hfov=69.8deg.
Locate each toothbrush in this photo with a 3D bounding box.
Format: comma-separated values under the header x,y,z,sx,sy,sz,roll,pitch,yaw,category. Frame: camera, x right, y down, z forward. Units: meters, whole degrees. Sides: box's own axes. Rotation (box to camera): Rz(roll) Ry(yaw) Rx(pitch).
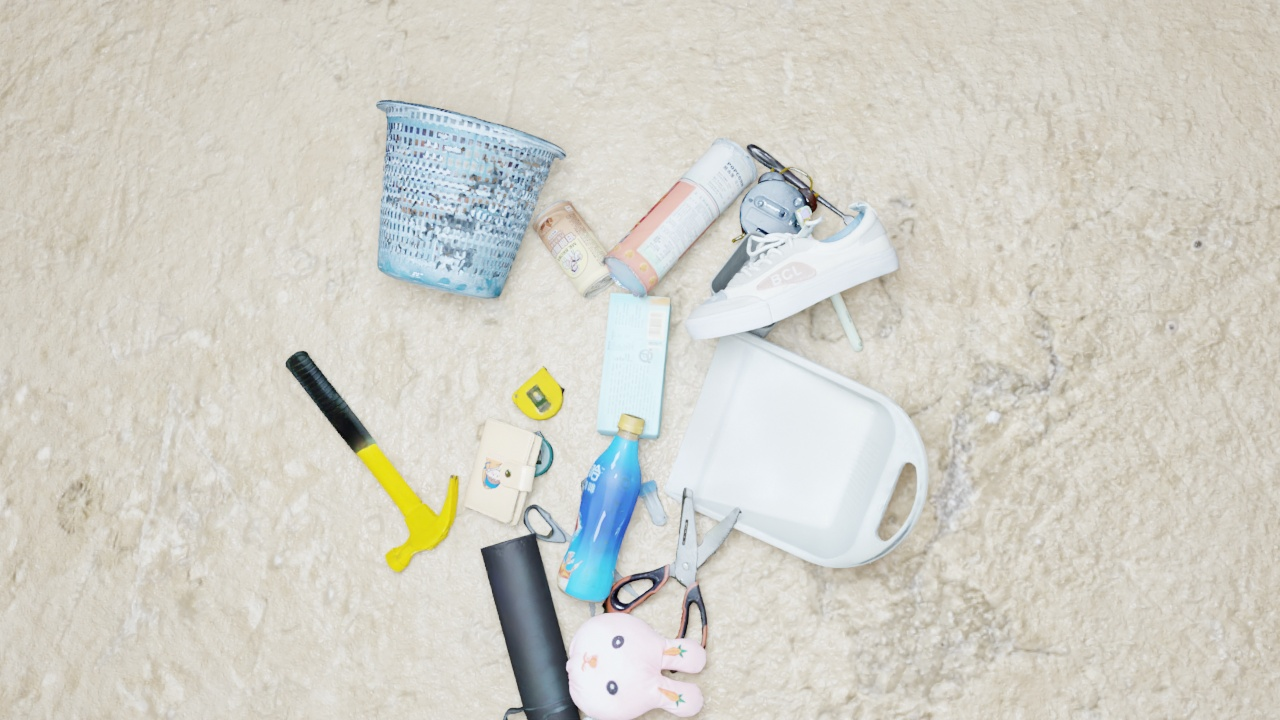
x,y,z,sx,sy,sz,roll,pitch,yaw,category
0.229,-0.096,1.105,0.020,0.029,0.189,-14,106,43,toothbrush
0.206,-0.218,1.156,0.181,0.018,0.016,39,102,10,toothbrush

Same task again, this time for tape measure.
x,y,z,sx,sy,sz,roll,pitch,yaw,category
-0.124,0.045,1.134,0.060,0.029,0.057,-42,82,-2,tape measure
-0.135,0.116,1.127,0.054,0.025,0.058,-6,82,4,tape measure

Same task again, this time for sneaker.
x,y,z,sx,sy,sz,roll,pitch,yaw,category
0.154,-0.098,0.984,0.242,0.089,0.091,-22,97,-4,sneaker

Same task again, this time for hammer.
x,y,z,sx,sy,sz,roll,pitch,yaw,category
-0.339,0.109,1.138,0.128,0.033,0.300,-41,82,-3,hammer

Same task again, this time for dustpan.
x,y,z,sx,sy,sz,roll,pitch,yaw,category
0.179,0.109,1.032,0.258,0.142,0.223,20,96,2,dustpan

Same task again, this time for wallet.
x,y,z,sx,sy,sz,roll,pitch,yaw,category
-0.166,0.134,1.108,0.087,0.024,0.115,17,91,26,wallet

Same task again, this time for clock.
x,y,z,sx,sy,sz,roll,pitch,yaw,category
0.169,-0.185,1.132,0.082,0.055,0.122,30,85,8,clock

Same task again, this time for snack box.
x,y,z,sx,sy,sz,roll,pitch,yaw,category
-0.007,0.007,1.120,0.074,0.051,0.174,5,82,6,snack box

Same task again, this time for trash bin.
x,y,z,sx,sy,sz,roll,pitch,yaw,category
-0.220,-0.183,1.095,0.226,0.226,0.195,15,96,6,trash bin

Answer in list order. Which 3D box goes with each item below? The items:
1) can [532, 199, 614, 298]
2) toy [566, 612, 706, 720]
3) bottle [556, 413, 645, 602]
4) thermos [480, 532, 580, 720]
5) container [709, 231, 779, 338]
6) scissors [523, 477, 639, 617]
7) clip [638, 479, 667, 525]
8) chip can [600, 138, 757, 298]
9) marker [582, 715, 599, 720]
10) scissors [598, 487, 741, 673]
x,y,z,sx,sy,sz,roll,pitch,yaw,category
-0.080,-0.139,1.141,0.058,0.058,0.116,-35,81,-2,can
-0.004,0.351,1.046,0.159,0.054,0.121,5,59,0,toy
-0.038,0.169,1.068,0.065,0.065,0.219,18,93,6,bottle
-0.136,0.331,1.073,0.090,0.068,0.242,-15,81,-4,thermos
0.139,-0.083,1.090,0.090,0.114,0.090,38,86,8,container
-0.066,0.223,1.115,0.180,0.014,0.159,25,88,5,scissors
0.016,0.174,1.113,0.027,0.043,0.058,-23,85,-1,clip
0.049,-0.172,1.108,0.071,0.071,0.214,39,73,8,chip can
-0.035,0.398,1.052,0.145,0.017,0.017,-28,80,-28,marker
0.044,0.261,1.076,0.227,0.015,0.189,-30,89,12,scissors
